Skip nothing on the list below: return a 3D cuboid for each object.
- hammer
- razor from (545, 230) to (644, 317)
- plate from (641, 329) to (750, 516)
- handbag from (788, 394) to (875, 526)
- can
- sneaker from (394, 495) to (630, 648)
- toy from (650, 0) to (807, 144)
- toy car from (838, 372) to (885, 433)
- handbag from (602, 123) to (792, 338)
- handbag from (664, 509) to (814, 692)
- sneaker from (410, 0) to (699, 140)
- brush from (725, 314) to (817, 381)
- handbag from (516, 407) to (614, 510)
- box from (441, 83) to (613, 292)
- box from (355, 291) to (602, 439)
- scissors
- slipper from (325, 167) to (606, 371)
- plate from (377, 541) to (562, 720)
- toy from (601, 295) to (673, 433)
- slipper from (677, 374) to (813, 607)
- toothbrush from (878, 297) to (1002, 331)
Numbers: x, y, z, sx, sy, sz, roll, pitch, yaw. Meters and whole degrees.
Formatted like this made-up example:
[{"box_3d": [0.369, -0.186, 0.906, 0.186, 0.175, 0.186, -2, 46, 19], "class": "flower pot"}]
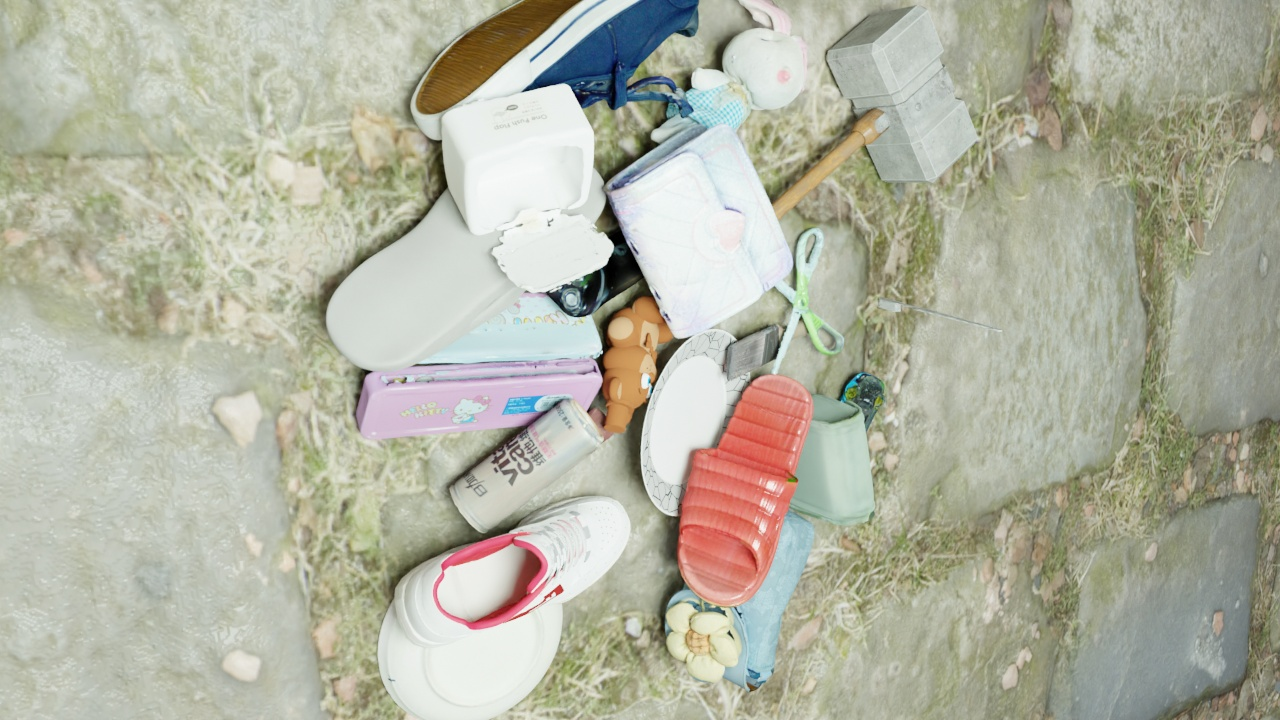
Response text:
[{"box_3d": [0.191, -0.199, 0.928, 0.317, 0.083, 0.163, -42, 117, -16], "class": "hammer"}, {"box_3d": [-0.026, -0.089, 0.833, 0.053, 0.064, 0.140, 47, 55, 7], "class": "razor"}, {"box_3d": [0.053, 0.061, 0.913, 0.188, 0.016, 0.189, -22, 118, -48], "class": "plate"}, {"box_3d": [0.199, 0.105, 0.984, 0.067, 0.106, 0.122, -21, 110, -29], "class": "handbag"}, {"box_3d": [-0.100, 0.092, 0.815, 0.135, 0.054, 0.054, -37, 117, 1], "class": "can"}, {"box_3d": [-0.091, 0.176, 0.806, 0.236, 0.105, 0.090, -15, 79, -35], "class": "sneaker"}, {"box_3d": [0.090, -0.256, 0.848, 0.205, 0.106, 0.131, -46, 116, -16], "class": "toy"}, {"box_3d": [0.239, 0.064, 1.040, 0.048, 0.032, 0.105, 18, 96, -32], "class": "toy car"}, {"box_3d": [0.052, -0.113, 0.806, 0.126, 0.069, 0.159, -36, 118, -15], "class": "handbag"}, {"box_3d": [0.095, 0.233, 0.935, 0.118, 0.122, 0.192, 15, 96, -50], "class": "handbag"}, {"box_3d": [-0.054, -0.243, 0.777, 0.293, 0.121, 0.127, -39, 133, -23], "class": "sneaker"}, {"box_3d": [0.140, -0.019, 0.960, 0.150, 0.012, 0.039, -23, 118, -38], "class": "brush"}, {"box_3d": [-0.075, 0.096, 0.861, 0.119, 0.055, 0.029, -43, 78, -8], "class": "handbag"}, {"box_3d": [-0.079, -0.120, 0.698, 0.109, 0.134, 0.107, -17, 153, -17], "class": "box"}, {"box_3d": [-0.145, 0.000, 0.808, 0.213, 0.090, 0.093, -3, 142, -30], "class": "box"}, {"box_3d": [0.166, -0.062, 0.964, 0.171, 0.021, 0.171, 38, 71, -38], "class": "scissors"}, {"box_3d": [-0.141, -0.077, 0.767, 0.113, 0.081, 0.265, 39, 64, 10], "class": "slipper"}, {"box_3d": [-0.150, 0.261, 0.855, 0.182, 0.034, 0.182, -6, 103, -29], "class": "plate"}, {"box_3d": [-0.005, 0.005, 0.850, 0.095, 0.065, 0.127, 68, 29, -61], "class": "toy"}, {"box_3d": [0.101, 0.114, 0.893, 0.059, 0.104, 0.248, 66, 42, -58], "class": "slipper"}, {"box_3d": [0.313, -0.046, 0.973, 0.010, 0.181, 0.010, -7, 106, -24], "class": "toothbrush"}]
